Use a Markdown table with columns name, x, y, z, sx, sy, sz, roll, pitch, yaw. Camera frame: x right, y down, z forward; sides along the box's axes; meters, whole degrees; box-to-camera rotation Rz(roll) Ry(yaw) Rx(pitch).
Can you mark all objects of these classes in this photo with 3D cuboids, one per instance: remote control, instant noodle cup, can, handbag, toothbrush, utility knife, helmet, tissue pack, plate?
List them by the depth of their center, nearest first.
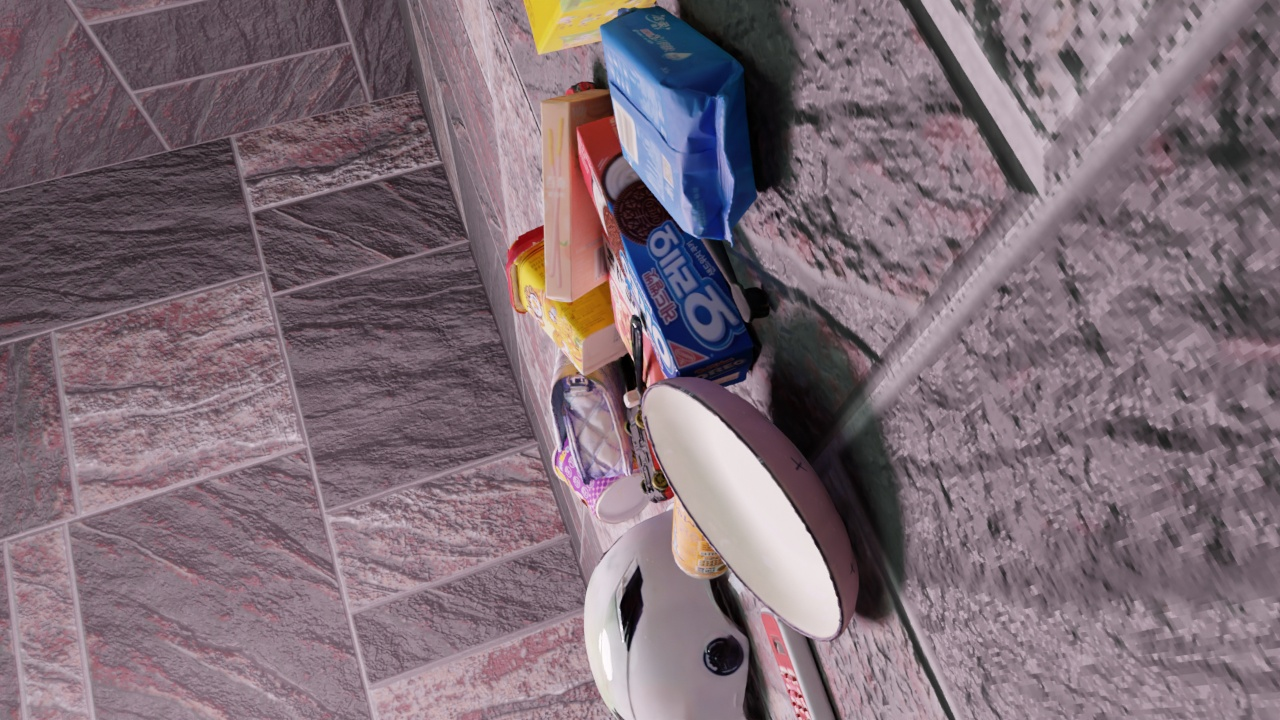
| name | x | y | z | sx | sy | sz | roll | pitch | yaw |
| --- | --- | --- | --- | --- | --- | --- | --- | --- | --- |
| tissue pack | 0.024 | -0.139 | 0.523 | 0.157 | 0.052 | 0.095 | -121 | 15 | -49 |
| plate | 0.072 | 0.086 | 0.579 | 0.192 | 0.039 | 0.193 | 49 | 161 | 23 |
| toothbrush | 0.032 | -0.110 | 0.598 | 0.212 | 0.027 | 0.026 | 65 | 152 | 28 |
| remote control | 0.126 | 0.254 | 0.705 | 0.056 | 0.020 | 0.136 | 129 | 123 | -75 |
| toothbrush | -0.004 | 0.004 | 0.714 | 0.181 | 0.018 | 0.015 | 92 | 159 | -69 |
| utility knife | 0.089 | 0.143 | 0.720 | 0.207 | 0.015 | 0.033 | 97 | 153 | -58 |
| can | 0.056 | 0.126 | 0.750 | 0.146 | 0.058 | 0.058 | 89 | 160 | -55 |
| instant noodle cup | -0.055 | -0.063 | 0.891 | 0.123 | 0.116 | 0.116 | 55 | 162 | 22 |
| helmet | 0.014 | 0.293 | 0.975 | 0.229 | 0.145 | 0.259 | -140 | 35 | -69 |
| handbag | -0.055 | 0.044 | 1.008 | 0.193 | 0.075 | 0.134 | -97 | -6 | -71 |
| instant noodle cup | -0.040 | 0.138 | 1.121 | 0.099 | 0.111 | 0.112 | 53 | 158 | 42 |

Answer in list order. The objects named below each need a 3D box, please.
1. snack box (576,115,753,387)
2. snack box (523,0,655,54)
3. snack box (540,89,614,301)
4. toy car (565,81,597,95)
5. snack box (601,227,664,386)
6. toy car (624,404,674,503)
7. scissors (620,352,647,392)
| name | x | y | z | sx | sy | sz | roll | pitch | yaw |
| --- | --- | --- | --- | --- | --- | --- | --- | --- | --- |
| snack box | 0.015 | -0.078 | 0.645 | 0.057 | 0.058 | 0.207 | 93 | 157 | -68 |
| snack box | -0.038 | -0.289 | 0.547 | 0.210 | 0.070 | 0.158 | -157 | 51 | -76 |
| snack box | -0.048 | -0.134 | 0.741 | 0.084 | 0.026 | 0.157 | -41 | -45 | -58 |
| toy car | -0.042 | -0.180 | 0.797 | 0.053 | 0.045 | 0.120 | -151 | 47 | -72 |
| snack box | 0.013 | -0.035 | 0.743 | 0.127 | 0.044 | 0.113 | -119 | 16 | -45 |
| toy car | 0.010 | 0.085 | 0.894 | 0.049 | 0.031 | 0.106 | 137 | 117 | -67 |
| scissors | -0.003 | -0.004 | 0.951 | 0.162 | 0.021 | 0.234 | -158 | 56 | -67 |
